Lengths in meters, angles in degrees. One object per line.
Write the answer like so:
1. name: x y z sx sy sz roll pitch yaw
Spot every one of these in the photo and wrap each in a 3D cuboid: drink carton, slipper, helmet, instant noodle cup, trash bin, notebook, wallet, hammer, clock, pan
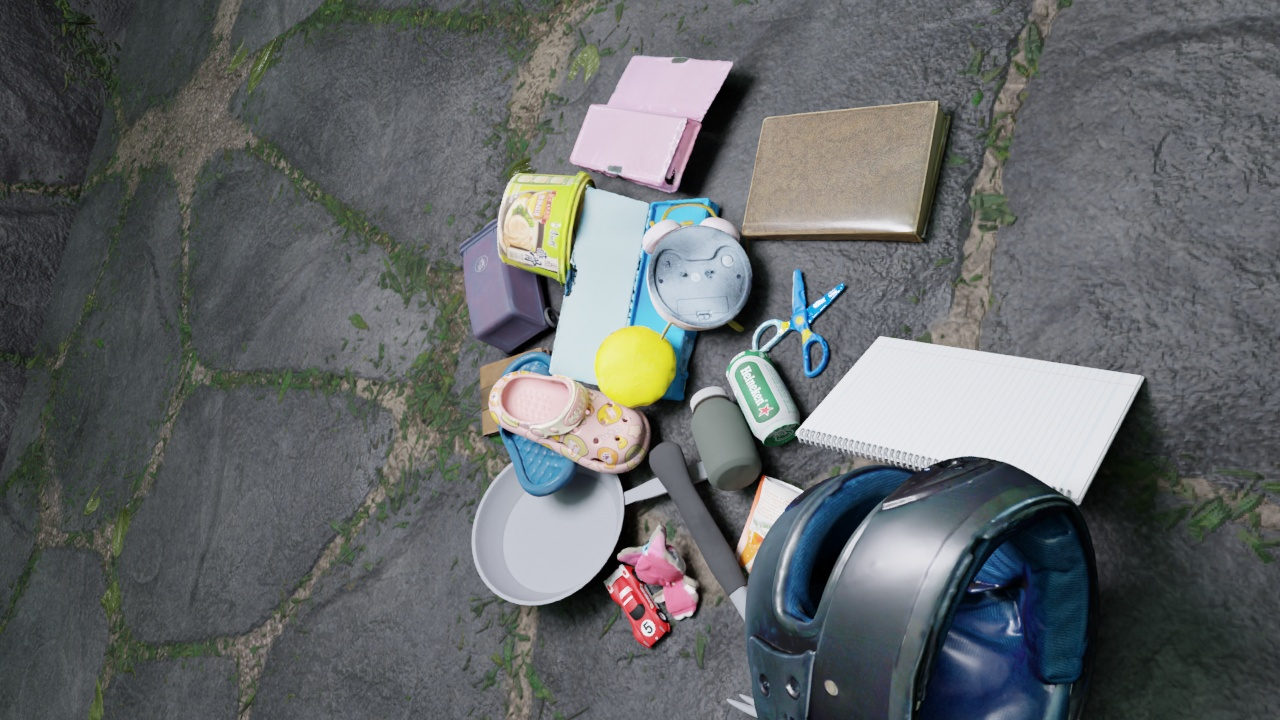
1. drink carton: 0.133 0.188 0.949 0.069 0.038 0.122 24 97 40
2. slipper: -0.134 0.073 1.126 0.104 0.059 0.213 -27 49 10
3. helmet: 0.200 0.201 0.729 0.236 0.248 0.316 32 135 56
4. instant noodle cup: -0.119 -0.172 1.166 0.098 0.146 0.146 11 81 7
5. trash bin: -0.182 -0.101 1.245 0.094 0.092 0.160 -31 55 26
6. notebook: 0.212 -0.182 1.003 0.216 0.034 0.190 8 82 39
7. wallet: -0.167 0.043 1.228 0.121 0.027 0.098 -16 69 31
8. hammer: 0.087 0.219 0.946 0.125 0.029 0.310 -44 60 26
9. clock: 0.061 -0.106 1.039 0.116 0.059 0.158 -6 80 -8
10. slipper: -0.081 0.056 1.049 0.197 0.082 0.093 21 63 9
11. notebook: 0.287 0.044 0.815 0.246 0.013 0.177 12 40 39
12. pan: -0.036 0.169 1.066 0.357 0.051 0.200 -19 54 16

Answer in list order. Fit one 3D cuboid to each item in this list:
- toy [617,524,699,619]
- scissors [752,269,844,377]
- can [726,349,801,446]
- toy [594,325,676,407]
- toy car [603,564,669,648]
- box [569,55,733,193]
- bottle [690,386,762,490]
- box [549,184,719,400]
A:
1. toy: 0.029 0.231 1.004 0.066 0.050 0.102 -32 93 26
2. scissors: 0.171 -0.040 1.005 0.127 0.015 0.125 -11 71 32
3. can: 0.131 0.038 0.981 0.053 0.053 0.101 -37 56 22
4. toy: -0.006 0.006 1.040 0.095 0.041 0.094 -39 82 -3
5. toy car: -0.004 0.275 1.027 0.038 0.025 0.089 -47 53 16
6. box: 0.005 -0.314 1.171 0.233 0.039 0.179 27 93 53
7. bottle: 0.088 0.082 0.985 0.060 0.060 0.108 -37 46 22
8. box: -0.004 -0.080 1.113 0.170 0.071 0.243 9 81 11
